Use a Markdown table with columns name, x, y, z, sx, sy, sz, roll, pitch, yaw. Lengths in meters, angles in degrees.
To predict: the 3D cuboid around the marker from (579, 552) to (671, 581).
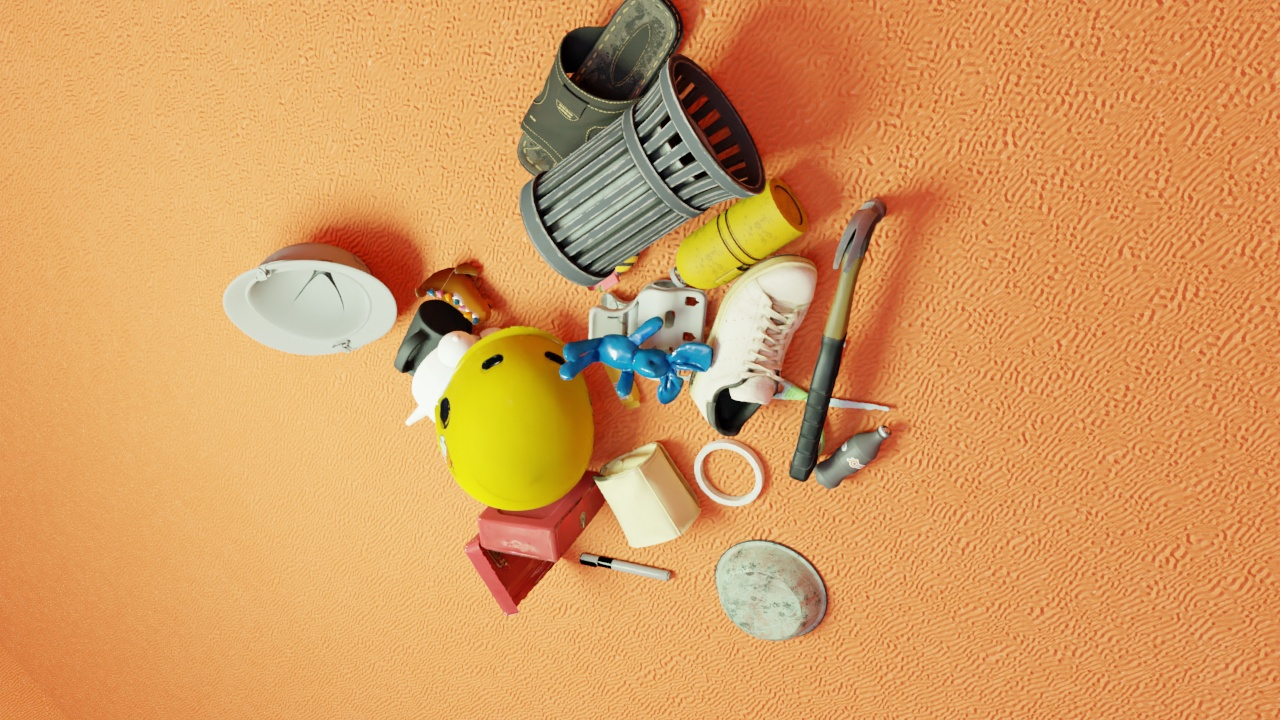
| name | x | y | z | sx | sy | sz | roll | pitch | yaw |
| --- | --- | --- | --- | --- | --- | --- | --- | --- | --- |
| marker | -0.022 | 0.299 | 1.328 | 0.141 | 0.016 | 0.016 | 6 | 115 | 23 |

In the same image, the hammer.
| name | x | y | z | sx | sy | sz | roll | pitch | yaw |
| --- | --- | --- | --- | --- | --- | --- | --- | --- | --- |
| hammer | 0.210 | -0.007 | 1.017 | 0.025 | 0.117 | 0.334 | 19 | 122 | 19 |

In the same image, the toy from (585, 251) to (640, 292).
| name | x | y | z | sx | sy | sz | roll | pitch | yaw |
| --- | --- | --- | --- | --- | --- | --- | --- | --- | --- |
| toy | -0.048 | -0.127 | 1.128 | 0.104 | 0.046 | 0.084 | -20 | 81 | 30 |

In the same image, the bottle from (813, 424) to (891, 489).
| name | x | y | z | sx | sy | sz | roll | pitch | yaw |
| --- | --- | --- | --- | --- | --- | --- | --- | --- | --- |
| bottle | 0.254 | 0.113 | 1.093 | 0.036 | 0.036 | 0.110 | 45 | 124 | 1 |

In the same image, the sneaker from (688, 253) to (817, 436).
| name | x | y | z | sx | sy | sz | roll | pitch | yaw |
| --- | --- | --- | --- | --- | --- | --- | --- | --- | --- |
| sneaker | 0.130 | -0.007 | 1.047 | 0.088 | 0.102 | 0.242 | 11 | 128 | -20 |

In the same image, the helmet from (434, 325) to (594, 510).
| name | x | y | z | sx | sy | sz | roll | pitch | yaw |
| --- | --- | --- | --- | --- | --- | --- | --- | --- | --- |
| helmet | -0.149 | 0.093 | 1.166 | 0.209 | 0.139 | 0.240 | -4 | 123 | -17 |

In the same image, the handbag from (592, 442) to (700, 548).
| name | x | y | z | sx | sy | sz | roll | pitch | yaw |
| --- | --- | --- | --- | --- | --- | --- | --- | --- | --- |
| handbag | 0.004 | 0.179 | 1.226 | 0.111 | 0.081 | 0.119 | -24 | 103 | 40 |

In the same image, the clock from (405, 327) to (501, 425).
| name | x | y | z | sx | sy | sz | roll | pitch | yaw |
| --- | --- | --- | --- | --- | --- | --- | --- | --- | --- |
| clock | -0.236 | 0.031 | 1.236 | 0.073 | 0.125 | 0.161 | 44 | 121 | 26 |

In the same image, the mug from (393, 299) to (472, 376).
| name | x | y | z | sx | sy | sz | roll | pitch | yaw |
| --- | --- | --- | --- | --- | --- | --- | --- | --- | --- |
| mug | -0.292 | -0.021 | 1.253 | 0.078 | 0.113 | 0.088 | 39 | 124 | 7 |

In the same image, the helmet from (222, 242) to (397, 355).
| name | x | y | z | sx | sy | sz | roll | pitch | yaw |
| --- | --- | --- | --- | --- | --- | --- | --- | --- | --- |
| helmet | -0.451 | -0.110 | 1.296 | 0.272 | 0.117 | 0.183 | -13 | 138 | 24 |

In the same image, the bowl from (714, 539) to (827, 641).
| name | x | y | z | sx | sy | sz | roll | pitch | yaw |
| --- | --- | --- | --- | --- | --- | --- | --- | --- | --- |
| bowl | 0.168 | 0.317 | 1.229 | 0.158 | 0.038 | 0.158 | 11 | 117 | 22 |

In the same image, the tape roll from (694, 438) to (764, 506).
| name | x | y | z | sx | sy | sz | roll | pitch | yaw |
| --- | --- | --- | --- | --- | --- | --- | --- | --- | --- |
| tape roll | 0.115 | 0.146 | 1.191 | 0.093 | 0.013 | 0.093 | 11 | 117 | 21 |

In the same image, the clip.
| name | x | y | z | sx | sy | sz | roll | pitch | yaw |
| --- | --- | --- | --- | --- | --- | --- | --- | --- | --- |
| clip | 0.010 | -0.040 | 1.134 | 0.143 | 0.072 | 0.125 | 10 | 114 | 14 |

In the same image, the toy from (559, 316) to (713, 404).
| name | x | y | z | sx | sy | sz | roll | pitch | yaw |
| --- | --- | --- | --- | --- | --- | --- | --- | --- | --- |
| toy | -0.006 | 0.006 | 1.093 | 0.176 | 0.070 | 0.113 | 7 | 127 | 0 |

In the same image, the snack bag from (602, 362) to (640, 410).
| name | x | y | z | sx | sy | sz | roll | pitch | yaw |
| --- | --- | --- | --- | --- | --- | --- | --- | --- | --- |
| snack bag | -0.028 | 0.018 | 1.198 | 0.026 | 0.020 | 0.099 | -15 | 105 | 39 |

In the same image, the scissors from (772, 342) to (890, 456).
| name | x | y | z | sx | sy | sz | roll | pitch | yaw |
| --- | --- | --- | --- | --- | --- | --- | --- | --- | --- |
| scissors | 0.208 | 0.048 | 1.099 | 0.174 | 0.022 | 0.172 | 26 | 119 | 20 |

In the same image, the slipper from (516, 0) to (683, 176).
| name | x | y | z | sx | sy | sz | roll | pitch | yaw |
| --- | --- | --- | --- | --- | --- | --- | --- | --- | --- |
| slipper | -0.056 | -0.299 | 1.030 | 0.113 | 0.075 | 0.269 | 47 | 124 | 0 |

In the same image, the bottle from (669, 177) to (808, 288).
| name | x | y | z | sx | sy | sz | roll | pitch | yaw |
| --- | --- | --- | --- | --- | --- | --- | --- | --- | --- |
| bottle | 0.102 | -0.131 | 1.034 | 0.164 | 0.070 | 0.071 | -31 | 97 | 33 |

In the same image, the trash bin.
| name | x | y | z | sx | sy | sz | roll | pitch | yaw |
| --- | --- | --- | --- | --- | --- | --- | --- | --- | --- |
| trash bin | -0.006 | -0.192 | 0.991 | 0.228 | 0.163 | 0.164 | -30 | 98 | 29 |

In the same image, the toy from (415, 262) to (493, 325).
| name | x | y | z | sx | sy | sz | roll | pitch | yaw |
| --- | --- | --- | --- | --- | --- | --- | --- | --- | --- |
| toy | -0.245 | -0.079 | 1.212 | 0.090 | 0.102 | 0.071 | 47 | 123 | 8 |

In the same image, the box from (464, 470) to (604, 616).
| name | x | y | z | sx | sy | sz | roll | pitch | yaw |
| --- | --- | --- | --- | --- | --- | --- | --- | --- | --- |
| box | -0.134 | 0.232 | 1.269 | 0.169 | 0.156 | 0.154 | -30 | 100 | 34 |
